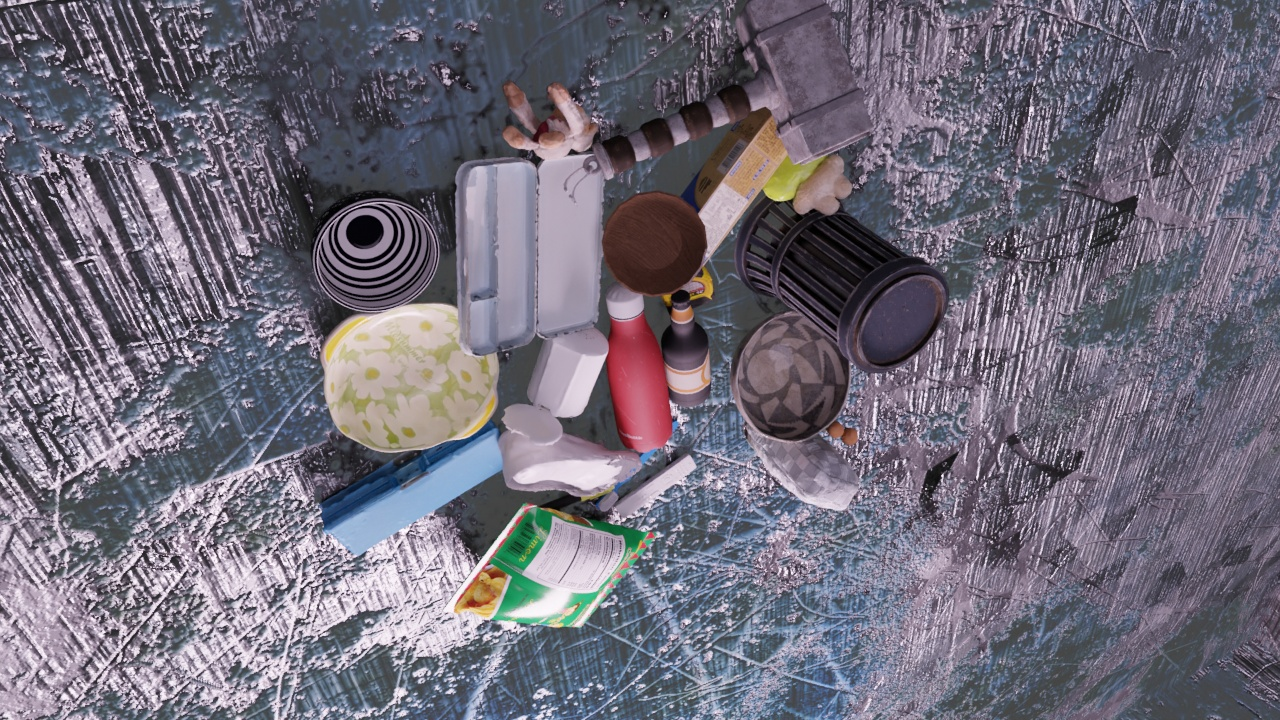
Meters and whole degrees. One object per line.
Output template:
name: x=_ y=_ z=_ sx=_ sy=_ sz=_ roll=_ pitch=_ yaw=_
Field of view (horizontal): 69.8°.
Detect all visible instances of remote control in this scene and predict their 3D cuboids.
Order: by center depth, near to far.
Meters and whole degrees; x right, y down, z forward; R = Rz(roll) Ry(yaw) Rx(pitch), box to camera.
remote control: x=0.021 y=0.179 z=1.315 sx=0.131 sy=0.012 sz=0.033 roll=-35 pitch=134 yaw=-4

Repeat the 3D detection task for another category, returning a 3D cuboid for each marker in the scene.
marker: x=-0.095 y=0.190 z=1.253 sx=0.123 sy=0.017 sz=0.021 roll=-20 pitch=129 yaw=-15

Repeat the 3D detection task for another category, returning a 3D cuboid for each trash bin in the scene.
trash bin: x=0.243 y=-0.099 z=1.104 sx=0.164 sy=0.227 sz=0.164 roll=-15 pitch=128 yaw=-21

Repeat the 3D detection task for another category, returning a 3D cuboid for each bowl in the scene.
bowl: x=-0.266 y=-0.116 z=0.906 sx=0.120 sy=0.066 sz=0.120 roll=-15 pitch=128 yaw=-21
bowl: x=-0.254 y=0.007 z=1.005 sx=0.188 sy=0.060 sz=0.219 roll=-47 pitch=133 yaw=6
bowl: x=0.016 y=-0.132 z=1.029 sx=0.118 sy=0.030 sz=0.118 roll=0 pitch=103 yaw=1
bowl: x=0.191 y=0.019 z=1.244 sx=0.178 sy=0.081 sz=0.178 roll=-2 pitch=95 yaw=-21

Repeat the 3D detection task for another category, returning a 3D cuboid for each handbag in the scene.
handbag: x=0.243 y=0.126 z=1.299 sx=0.112 sy=0.171 sz=0.123 roll=24 pitch=107 yaw=-39

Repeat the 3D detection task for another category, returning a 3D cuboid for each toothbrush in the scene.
toothbrush: x=-0.003 y=0.147 z=1.278 sx=0.167 sy=0.014 sz=0.016 roll=-48 pitch=132 yaw=7

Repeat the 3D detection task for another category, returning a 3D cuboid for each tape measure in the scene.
tape measure: x=0.054 y=-0.093 z=1.127 sx=0.065 sy=0.037 sz=0.064 roll=-24 pitch=137 yaw=4

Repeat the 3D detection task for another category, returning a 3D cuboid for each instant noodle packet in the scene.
instant noodle packet: x=-0.118 y=0.288 z=1.257 sx=0.252 sy=0.090 sz=0.196 roll=23 pitch=111 yaw=-43

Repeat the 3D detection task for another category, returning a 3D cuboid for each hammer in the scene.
hammer: x=0.065 y=-0.255 z=0.960 sx=0.326 sy=0.079 sz=0.177 roll=-24 pitch=97 yaw=-3

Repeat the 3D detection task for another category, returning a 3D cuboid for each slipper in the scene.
slipper: x=-0.087 y=0.127 z=1.161 sx=0.112 sy=0.074 sz=0.246 roll=-24 pitch=157 yaw=30

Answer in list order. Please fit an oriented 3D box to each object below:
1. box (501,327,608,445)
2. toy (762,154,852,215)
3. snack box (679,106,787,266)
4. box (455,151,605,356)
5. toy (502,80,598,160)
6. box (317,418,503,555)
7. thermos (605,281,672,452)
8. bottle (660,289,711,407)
box: x=-0.096 y=0.021 z=1.059 sx=0.080 sy=0.150 sz=0.106 roll=23 pitch=116 yaw=3
toy: x=0.193 y=-0.218 z=1.078 sx=0.092 sy=0.115 sz=0.046 roll=-50 pitch=161 yaw=6
snack box: x=0.100 y=-0.205 z=1.065 sx=0.056 sy=0.057 sz=0.207 roll=29 pitch=104 yaw=-37
box: x=-0.114 y=-0.116 z=0.983 sx=0.188 sy=0.037 sz=0.209 roll=-21 pitch=123 yaw=-41
toy: x=-0.079 y=-0.240 z=0.926 sx=0.105 sy=0.085 sz=0.074 roll=3 pitch=88 yaw=-53
box: x=-0.269 y=0.146 z=1.113 sx=0.231 sy=0.052 sz=0.093 roll=-31 pitch=148 yaw=-7
thermos: x=-0.007 y=0.007 z=1.138 sx=0.073 sy=0.073 sz=0.240 roll=-22 pitch=129 yaw=-16
bottle: x=0.055 y=-0.018 z=1.145 sx=0.059 sy=0.059 sz=0.182 roll=-25 pitch=141 yaw=-13
